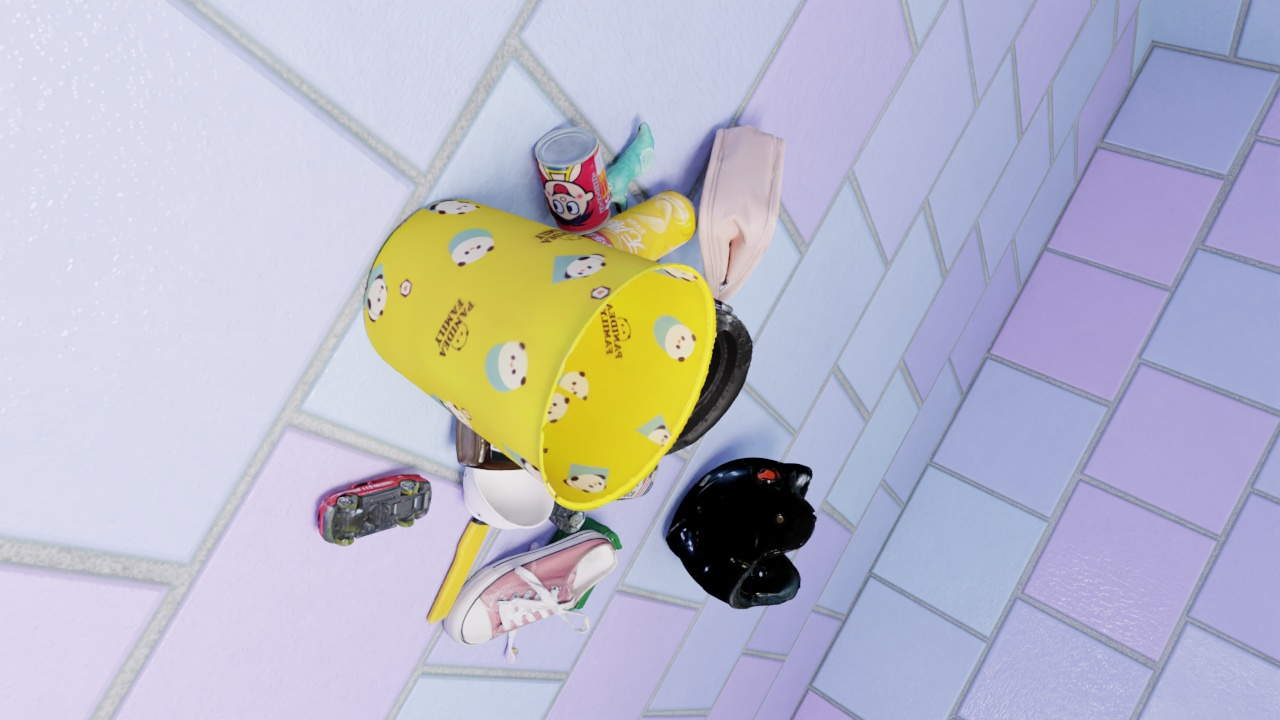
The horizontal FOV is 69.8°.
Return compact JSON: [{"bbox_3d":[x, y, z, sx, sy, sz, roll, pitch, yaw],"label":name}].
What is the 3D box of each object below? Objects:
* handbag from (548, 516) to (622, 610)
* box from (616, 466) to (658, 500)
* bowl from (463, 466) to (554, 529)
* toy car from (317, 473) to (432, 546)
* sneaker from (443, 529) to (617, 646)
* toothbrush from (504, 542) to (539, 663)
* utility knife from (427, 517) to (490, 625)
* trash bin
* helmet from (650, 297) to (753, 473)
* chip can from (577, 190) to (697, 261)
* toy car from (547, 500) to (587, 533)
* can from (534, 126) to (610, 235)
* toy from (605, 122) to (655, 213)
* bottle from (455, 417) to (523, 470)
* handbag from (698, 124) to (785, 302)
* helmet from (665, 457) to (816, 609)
[{"bbox_3d":[-0.088,0.289,1.301,0.131,0.068,0.120,-57,156,-12],"label":"handbag"},{"bbox_3d":[-0.023,0.167,1.328,0.069,0.052,0.164,-55,153,12],"label":"box"},{"bbox_3d":[-0.164,0.149,1.054,0.065,0.118,0.118,-33,164,31],"label":"bowl"},{"bbox_3d":[-0.269,0.147,0.924,0.120,0.045,0.053,-12,121,-46],"label":"toy car"},{"bbox_3d":[-0.128,0.295,1.161,0.240,0.088,0.118,-22,115,-24],"label":"sneaker"},{"bbox_3d":[-0.161,0.332,1.260,0.021,0.029,0.189,7,110,-19],"label":"toothbrush"},{"bbox_3d":[-0.220,0.250,1.110,0.033,0.015,0.156,21,96,-53],"label":"utility knife"},{"bbox_3d":[-0.100,-0.022,0.841,0.228,0.255,0.230,-37,141,-38],"label":"trash bin"},{"bbox_3d":[-0.006,0.006,1.065,0.273,0.157,0.230,-9,130,-54],"label":"helmet"},{"bbox_3d":[-0.019,-0.130,1.039,0.212,0.072,0.072,-35,139,-45],"label":"chip can"},{"bbox_3d":[-0.086,0.169,1.213,0.036,0.054,0.121,-2,113,-53],"label":"toy car"},{"bbox_3d":[-0.068,-0.185,0.952,0.066,0.066,0.094,-46,146,-27],"label":"can"},{"bbox_3d":[-0.015,-0.214,1.051,0.091,0.030,0.096,-46,154,-18],"label":"toy"},{"bbox_3d":[-0.126,0.084,1.047,0.194,0.044,0.080,6,83,-54],"label":"bottle"},{"bbox_3d":[0.117,-0.167,1.199,0.235,0.093,0.192,100,3,-53],"label":"handbag"},{"bbox_3d":[0.180,0.275,1.536,0.273,0.230,0.234,-55,159,-34],"label":"helmet"}]
